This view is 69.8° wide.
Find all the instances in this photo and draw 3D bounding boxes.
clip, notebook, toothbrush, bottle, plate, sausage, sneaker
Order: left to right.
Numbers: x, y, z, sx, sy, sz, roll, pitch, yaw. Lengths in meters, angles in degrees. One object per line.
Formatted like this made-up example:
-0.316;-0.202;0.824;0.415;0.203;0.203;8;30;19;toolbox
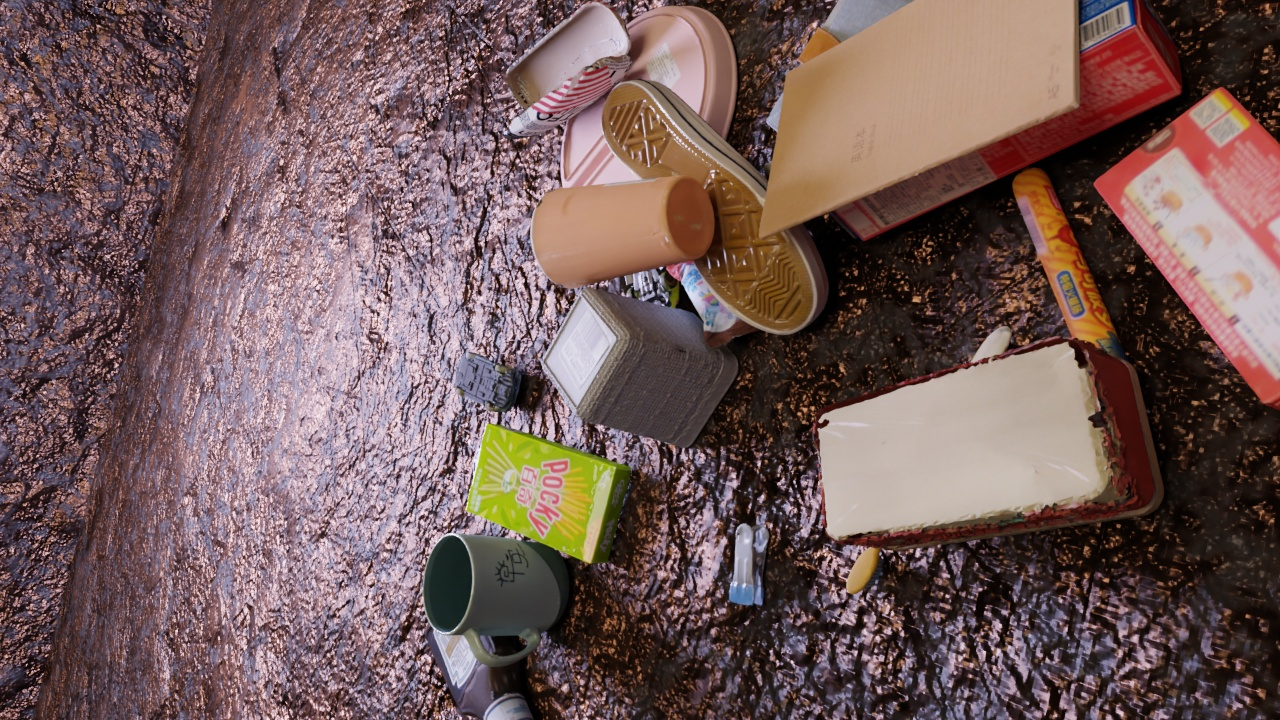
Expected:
-0.138;0.292;0.837;0.195;0.044;0.080;44;112;45;bottle
-0.003;-0.222;0.851;0.230;0.028;0.229;-19;64;45;plate
0.068;-0.125;0.697;0.241;0.087;0.119;52;132;19;sneaker
0.078;0.145;0.654;0.025;0.035;0.057;-4;79;50;clip
0.165;-0.167;0.564;0.212;0.012;0.149;-18;49;46;notebook
0.178;0.064;0.566;0.016;0.018;0.191;38;105;46;toothbrush
0.243;-0.045;0.518;0.022;0.021;0.165;-33;56;39;sausage

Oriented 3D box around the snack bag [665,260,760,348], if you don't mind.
0.056;-0.052;0.727;0.026;0.045;0.105;82;166;-51;snack bag

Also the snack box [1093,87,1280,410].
0.300;-0.058;0.453;0.075;0.025;0.152;-44;49;33;snack box

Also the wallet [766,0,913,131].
0.152;-0.210;0.663;0.130;0.037;0.106;-57;44;20;wallet

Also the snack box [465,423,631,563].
-0.085;0.115;0.814;0.156;0.026;0.086;15;90;35;snack box

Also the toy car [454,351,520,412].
-0.158;0.022;0.951;0.106;0.031;0.049;19;92;49;toy car

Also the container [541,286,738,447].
-0.004;0.004;0.715;0.090;0.114;0.090;-59;42;18;container

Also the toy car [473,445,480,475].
-0.121;0.106;0.879;0.106;0.031;0.049;16;89;39;toy car

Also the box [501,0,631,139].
-0.078;-0.274;0.873;0.163;0.075;0.087;-23;89;46;box

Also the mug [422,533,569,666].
-0.119;0.207;0.790;0.082;0.106;0.111;-42;50;32;mug

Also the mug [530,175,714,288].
-0.011;-0.097;0.672;0.123;0.078;0.078;-3;76;40;mug

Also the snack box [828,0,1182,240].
0.204;-0.145;0.555;0.208;0.058;0.057;-24;40;42;snack box

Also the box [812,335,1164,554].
0.174;0.052;0.494;0.169;0.078;0.091;-23;63;45;box

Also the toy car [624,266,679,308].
0.009;-0.090;0.787;0.048;0.032;0.105;-22;76;43;toy car
